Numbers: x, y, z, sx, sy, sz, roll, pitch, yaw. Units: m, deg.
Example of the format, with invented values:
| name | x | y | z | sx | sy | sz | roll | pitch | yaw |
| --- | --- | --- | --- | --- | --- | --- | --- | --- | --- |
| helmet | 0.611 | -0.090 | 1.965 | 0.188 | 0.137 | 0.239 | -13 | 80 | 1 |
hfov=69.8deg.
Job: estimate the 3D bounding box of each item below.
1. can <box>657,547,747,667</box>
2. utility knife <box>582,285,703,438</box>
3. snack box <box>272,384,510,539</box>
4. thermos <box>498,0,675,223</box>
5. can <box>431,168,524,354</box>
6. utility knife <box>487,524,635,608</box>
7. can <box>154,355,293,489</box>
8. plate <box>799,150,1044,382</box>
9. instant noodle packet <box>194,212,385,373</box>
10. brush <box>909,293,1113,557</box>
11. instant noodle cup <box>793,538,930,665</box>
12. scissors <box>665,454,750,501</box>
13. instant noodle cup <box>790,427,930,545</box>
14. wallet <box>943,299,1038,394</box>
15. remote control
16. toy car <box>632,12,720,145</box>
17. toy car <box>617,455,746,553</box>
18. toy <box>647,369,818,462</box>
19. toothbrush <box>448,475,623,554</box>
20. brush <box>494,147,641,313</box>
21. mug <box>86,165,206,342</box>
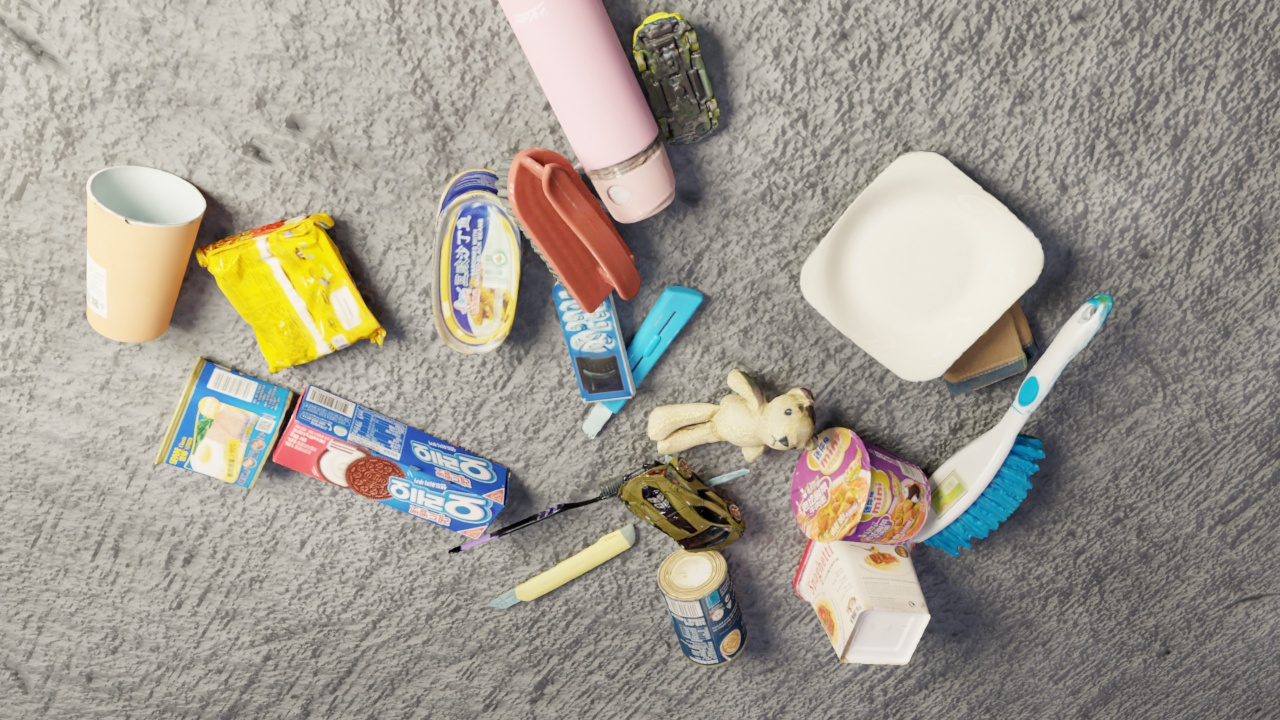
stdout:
| name | x | y | z | sx | sy | sz | roll | pitch | yaw |
| --- | --- | --- | --- | --- | --- | --- | --- | --- | --- |
| can | 0.066 | 0.259 | 0.970 | 0.075 | 0.075 | 0.111 | -16 | 123 | 3 |
| utility knife | -0.005 | 0.005 | 0.834 | 0.034 | 0.018 | 0.183 | 24 | 118 | -21 |
| snack box | -0.223 | 0.096 | 0.844 | 0.207 | 0.057 | 0.058 | 26 | 119 | -22 |
| thermos | -0.042 | -0.196 | 0.679 | 0.087 | 0.067 | 0.199 | -2 | 131 | 33 |
| can | -0.133 | -0.078 | 0.748 | 0.074 | 0.049 | 0.148 | 5 | 122 | -9 |
| utility knife | -0.081 | 0.222 | 0.963 | 0.183 | 0.019 | 0.031 | -32 | 116 | 7 |
| can | -0.364 | 0.057 | 0.805 | 0.083 | 0.057 | 0.102 | 23 | 117 | -22 |
| plate | 0.235 | -0.080 | 0.780 | 0.163 | 0.034 | 0.164 | 38 | 109 | -10 |
| instant noodle packet | -0.280 | -0.053 | 0.751 | 0.111 | 0.044 | 0.128 | -17 | 125 | 3 |
| brush | 0.356 | 0.072 | 0.875 | 0.109 | 0.060 | 0.315 | 17 | 122 | -34 |
| instant noodle cup | 0.233 | 0.239 | 0.947 | 0.116 | 0.124 | 0.116 | 6 | 122 | -11 |
| scissors | 0.050 | 0.131 | 0.911 | 0.134 | 0.017 | 0.134 | -22 | 132 | 23 |
| instant noodle cup | 0.218 | 0.130 | 0.892 | 0.099 | 0.111 | 0.112 | 19 | 119 | -28 |
| wallet | 0.307 | -0.031 | 0.839 | 0.090 | 0.033 | 0.115 | -26 | 118 | 11 |
| remote control | -0.039 | -0.018 | 0.804 | 0.049 | 0.024 | 0.125 | -6 | 119 | 13 |
| toy car | 0.026 | -0.211 | 0.692 | 0.048 | 0.032 | 0.105 | -20 | 134 | 6 |
| toy car | 0.043 | 0.145 | 0.887 | 0.070 | 0.042 | 0.158 | -32 | 128 | 25 |
| toy | 0.085 | 0.061 | 0.852 | 0.157 | 0.066 | 0.105 | -6 | 118 | 17 |
| toothbrush | -0.095 | 0.148 | 0.881 | 0.188 | 0.014 | 0.017 | -18 | 112 | -21 |
| brush | -0.052 | -0.102 | 0.697 | 0.063 | 0.069 | 0.146 | -51 | 135 | -16 |
| mug | -0.388 | -0.077 | 0.707 | 0.078 | 0.078 | 0.123 | 18 | 122 | -17 |
